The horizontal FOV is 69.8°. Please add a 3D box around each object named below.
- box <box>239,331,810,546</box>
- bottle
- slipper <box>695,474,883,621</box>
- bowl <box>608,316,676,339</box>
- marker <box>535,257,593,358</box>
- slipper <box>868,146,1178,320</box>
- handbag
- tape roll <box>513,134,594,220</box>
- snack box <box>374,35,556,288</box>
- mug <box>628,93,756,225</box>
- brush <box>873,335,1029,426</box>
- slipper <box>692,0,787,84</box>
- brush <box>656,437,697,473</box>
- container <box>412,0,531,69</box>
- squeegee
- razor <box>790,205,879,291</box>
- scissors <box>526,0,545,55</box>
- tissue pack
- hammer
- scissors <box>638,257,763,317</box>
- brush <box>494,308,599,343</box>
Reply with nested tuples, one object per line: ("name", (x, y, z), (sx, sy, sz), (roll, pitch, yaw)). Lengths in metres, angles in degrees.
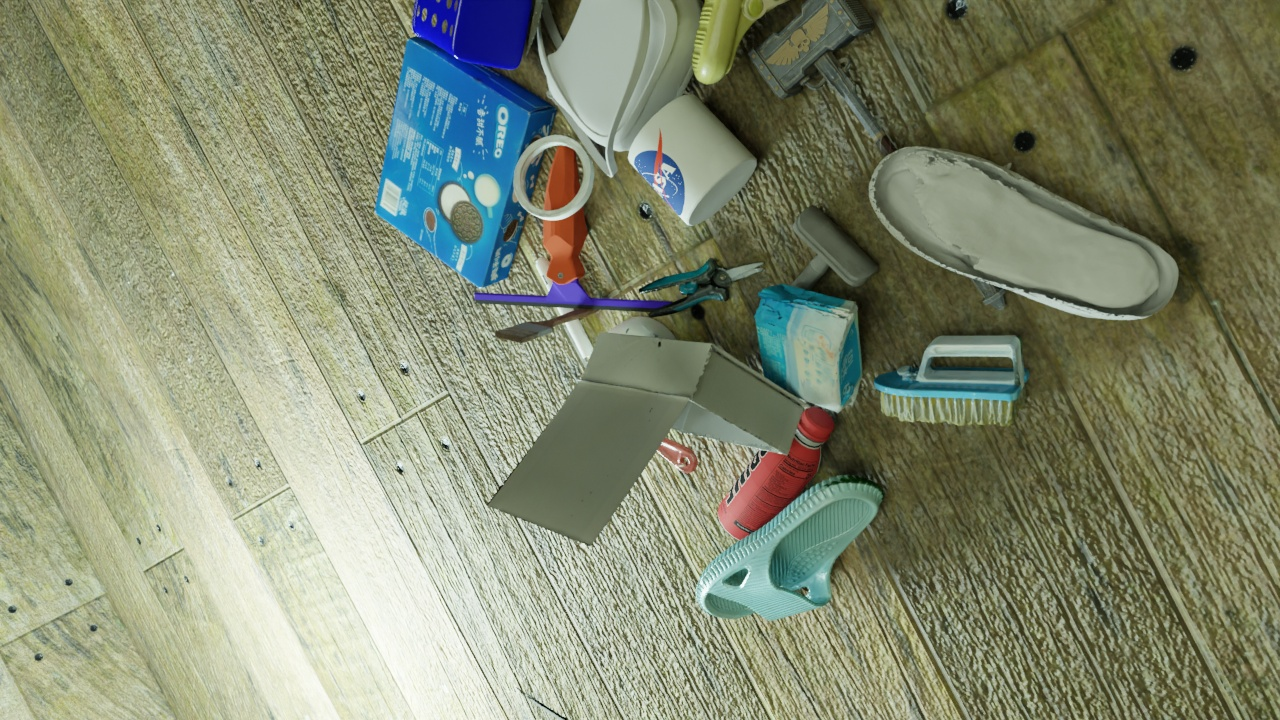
("box", (-0.071, 0.071, 0.821), (0.167, 0.504, 0.149), (7, 109, 49))
("bottle", (0.148, 0.120, 0.981), (0.062, 0.062, 0.177), (41, 127, 16))
("slipper", (0.158, 0.220, 0.985), (0.116, 0.069, 0.277), (21, 129, -26))
("bowl", (-0.006, 0.006, 1.051), (0.105, 0.054, 0.105), (14, 115, 32))
("marker", (-0.092, -0.064, 1.107), (0.133, 0.017, 0.020), (63, 166, -2))
("slipper", (0.306, -0.105, 0.754), (0.247, 0.074, 0.112), (26, 79, 13))
("handbag", (-0.050, -0.326, 0.932), (0.222, 0.095, 0.216), (49, 129, 25))
("tape roll", (-0.095, -0.200, 1.006), (0.093, 0.013, 0.093), (-2, 84, 20))
("snack box", (-0.217, -0.237, 1.102), (0.195, 0.056, 0.239), (35, 124, 19))
("mug", (0.049, -0.192, 0.916), (0.090, 0.091, 0.121), (49, 163, 10))
("brush", (0.281, 0.016, 0.846), (0.136, 0.055, 0.075), (0, 113, 36))
("slipper", (0.102, -0.334, 0.809), (0.081, 0.091, 0.191), (15, 104, -7))
("brush", (0.002, 0.080, 1.089), (0.172, 0.030, 0.041), (29, 122, 25))
("container", (-0.180, -0.368, 0.976), (0.113, 0.084, 0.085), (43, 125, 45))
("squeegee", (-0.086, -0.150, 1.041), (0.250, 0.055, 0.185), (4, 99, 20))
("razor", (0.165, -0.081, 0.903), (0.088, 0.047, 0.116), (47, 136, 11))
("scissors", (-0.098, -0.422, 0.941), (0.210, 0.015, 0.154), (-46, 58, 40))
("tissue pack", (0.166, -0.014, 0.889), (0.093, 0.061, 0.144), (22, 152, 28))
("hammer", (0.229, -0.178, 0.819), (0.099, 0.044, 0.322), (-36, 88, 39))
("scissors", (0.059, -0.085, 0.982), (0.139, 0.019, 0.129), (28, 123, 12))
("brush", (-0.095, -0.044, 1.036), (0.045, 0.142, 0.008), (14, 115, 41))
